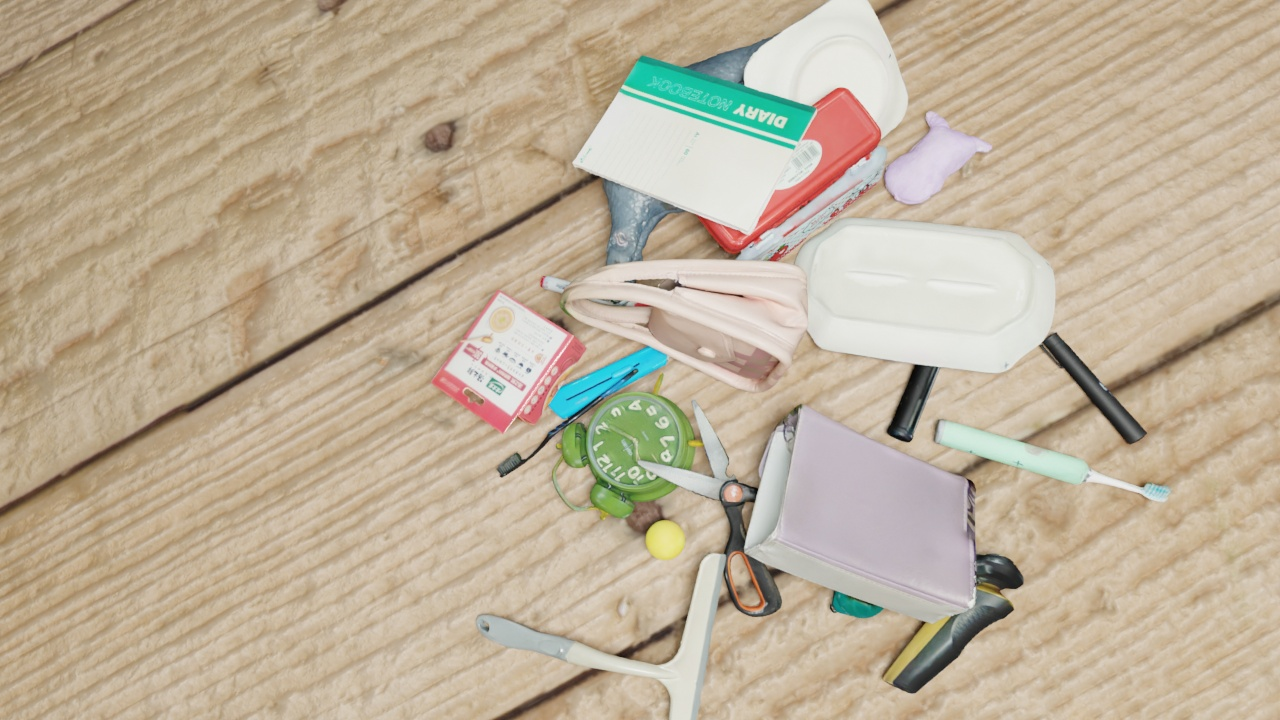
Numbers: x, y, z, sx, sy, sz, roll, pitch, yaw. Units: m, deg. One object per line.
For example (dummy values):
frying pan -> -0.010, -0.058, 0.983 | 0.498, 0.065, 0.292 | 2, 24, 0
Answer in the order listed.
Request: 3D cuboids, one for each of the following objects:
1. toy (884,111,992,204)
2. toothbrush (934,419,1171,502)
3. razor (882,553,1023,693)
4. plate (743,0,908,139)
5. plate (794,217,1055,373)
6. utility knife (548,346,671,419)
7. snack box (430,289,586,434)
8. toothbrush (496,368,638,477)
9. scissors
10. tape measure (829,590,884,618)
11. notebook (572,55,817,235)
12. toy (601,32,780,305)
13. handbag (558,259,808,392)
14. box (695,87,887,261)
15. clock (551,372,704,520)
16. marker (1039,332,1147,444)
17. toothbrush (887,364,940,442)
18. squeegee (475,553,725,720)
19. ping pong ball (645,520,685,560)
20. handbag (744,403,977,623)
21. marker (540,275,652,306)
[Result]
toy -> 0.310, -0.215, 0.991 | 0.108, 0.039, 0.084 | -46, 61, 0
toothbrush -> 0.405, 0.102, 0.910 | 0.224, 0.027, 0.026 | 17, 43, 11
razor -> 0.297, 0.253, 0.882 | 0.167, 0.062, 0.067 | -48, 45, 1
plate -> 0.206, -0.287, 0.975 | 0.163, 0.034, 0.164 | -35, 115, -2
plate -> 0.287, -0.077, 0.945 | 0.266, 0.034, 0.161 | 9, 73, 17
utility knife -> -0.006, 0.006, 0.993 | 0.209, 0.018, 0.034 | -27, 74, -1
snack box -> -0.141, 0.006, 0.988 | 0.113, 0.044, 0.127 | 32, 83, 25
toothbrush -> -0.078, 0.065, 0.979 | 0.189, 0.014, 0.016 | -38, 96, 5
scissors -> 0.106, 0.150, 0.914 | 0.221, 0.022, 0.230 | 1, 90, -6
tape measure -> 0.218, 0.226, 0.907 | 0.054, 0.025, 0.058 | 12, 80, 11
notebook -> 0.053, -0.226, 0.936 | 0.209, 0.012, 0.150 | 25, 78, 22
toy -> 0.030, -0.227, 1.000 | 0.138, 0.091, 0.356 | 26, 80, 22
handbag -> 0.037, -0.044, 0.896 | 0.234, 0.193, 0.093 | 11, 78, 0
box -> 0.159, -0.178, 0.965 | 0.201, 0.099, 0.112 | -38, 86, -1
clock -> -0.017, 0.096, 0.953 | 0.161, 0.056, 0.116 | -35, 74, -1
marker -> 0.455, 0.028, 0.924 | 0.022, 0.020, 0.132 | -40, 74, 14
toothbrush -> 0.308, -0.015, 0.952 | 0.027, 0.026, 0.212 | 30, 79, -22
squeegee -> -0.057, 0.290, 0.912 | 0.247, 0.039, 0.246 | 10, 89, 15
ping pong ball -> 0.025, 0.183, 0.935 | 0.040, 0.040, 0.040 | -2, 77, 7
handbag -> 0.210, 0.146, 0.867 | 0.197, 0.099, 0.144 | 22, 63, -6
marker -> -0.042, -0.069, 1.015 | 0.145, 0.017, 0.017 | 16, 79, 11
